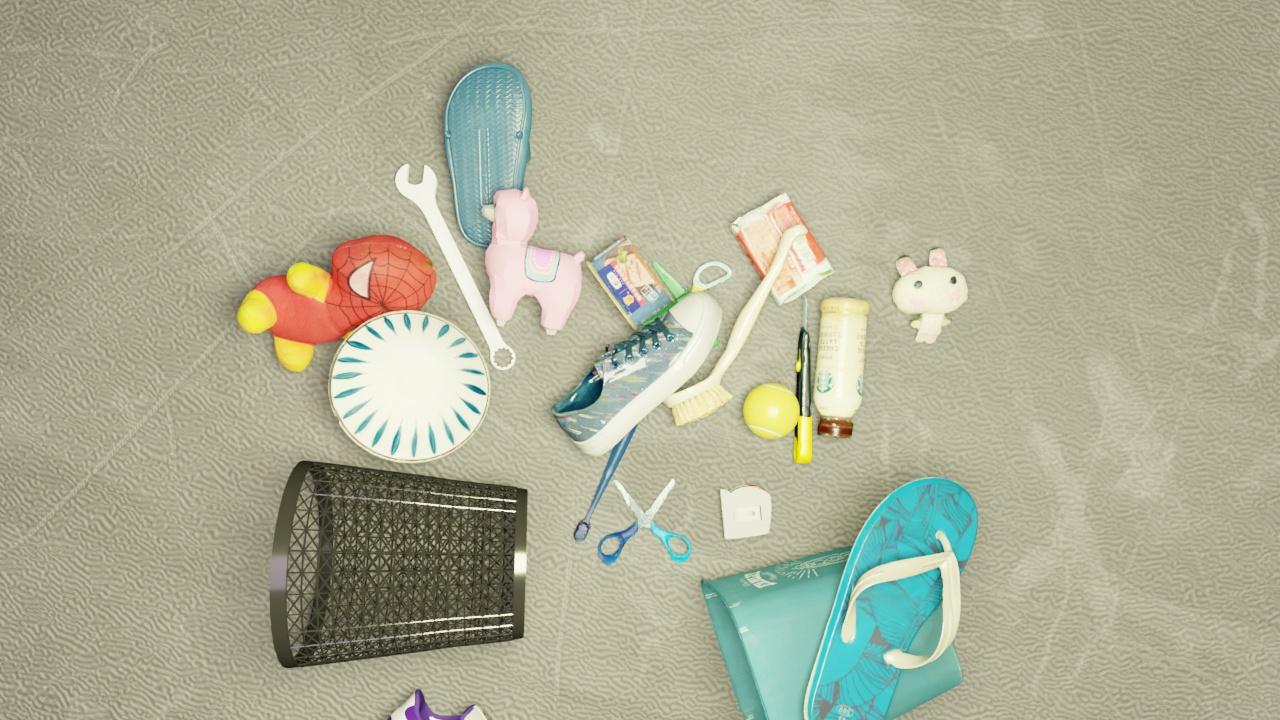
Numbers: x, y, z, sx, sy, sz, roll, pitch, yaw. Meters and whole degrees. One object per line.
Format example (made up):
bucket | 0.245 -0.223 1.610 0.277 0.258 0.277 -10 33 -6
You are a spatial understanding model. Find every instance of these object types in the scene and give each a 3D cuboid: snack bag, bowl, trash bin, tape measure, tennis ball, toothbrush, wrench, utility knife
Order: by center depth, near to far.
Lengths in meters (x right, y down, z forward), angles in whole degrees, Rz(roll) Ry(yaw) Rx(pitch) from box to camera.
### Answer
trash bin | -0.248 0.220 1.001 0.243 0.217 0.217 2 89 -7
trash bin | 0.207 0.308 1.010 0.218 0.197 0.199 -18 89 -7
bowl | -0.262 0.023 1.055 0.177 0.071 0.177 -2 104 -8
tennis ball | 0.152 0.059 1.067 0.065 0.065 0.065 0 89 0
snack bag | 0.167 -0.132 1.086 0.077 0.036 0.116 -32 89 0
tape measure | 0.124 0.179 1.087 0.062 0.020 0.060 -5 89 0
utility knife | 0.193 0.020 1.088 0.020 0.029 0.203 2 87 -6
toothbrush | -0.035 0.129 1.089 0.016 0.017 0.190 25 89 -1
wrench | -0.218 -0.113 1.097 0.047 0.009 0.273 -26 89 -1

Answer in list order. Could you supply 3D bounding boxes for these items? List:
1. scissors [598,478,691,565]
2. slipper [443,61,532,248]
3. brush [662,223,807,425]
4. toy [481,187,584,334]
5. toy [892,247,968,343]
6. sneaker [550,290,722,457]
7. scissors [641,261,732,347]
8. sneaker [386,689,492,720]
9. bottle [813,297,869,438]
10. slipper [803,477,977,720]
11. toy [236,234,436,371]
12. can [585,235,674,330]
scissors | 0.001 0.198 1.090 0.133 0.014 0.127 -34 89 0
slipper | -0.178 -0.239 1.077 0.104 0.059 0.214 5 103 4
brush | 0.114 -0.039 1.058 0.077 0.062 0.272 32 97 -6
toy | -0.126 -0.115 1.051 0.123 0.067 0.158 8 104 -8
toy | 0.341 -0.079 1.082 0.087 0.050 0.112 -4 83 0
sneaker | -0.006 0.006 1.041 0.235 0.087 0.079 -47 122 6
scissors | 0.059 -0.073 1.096 0.131 0.011 0.125 -39 87 2
sneaker | -0.186 0.461 1.053 0.244 0.092 0.111 26 80 0
bottle | 0.233 0.009 1.073 0.056 0.056 0.162 5 89 0
slipper | 0.251 0.244 0.906 0.118 0.060 0.294 29 77 -2
toy | -0.335 -0.074 1.043 0.216 0.147 0.098 -23 60 1
can | -0.012 -0.092 1.072 0.059 0.054 0.100 -37 86 3
